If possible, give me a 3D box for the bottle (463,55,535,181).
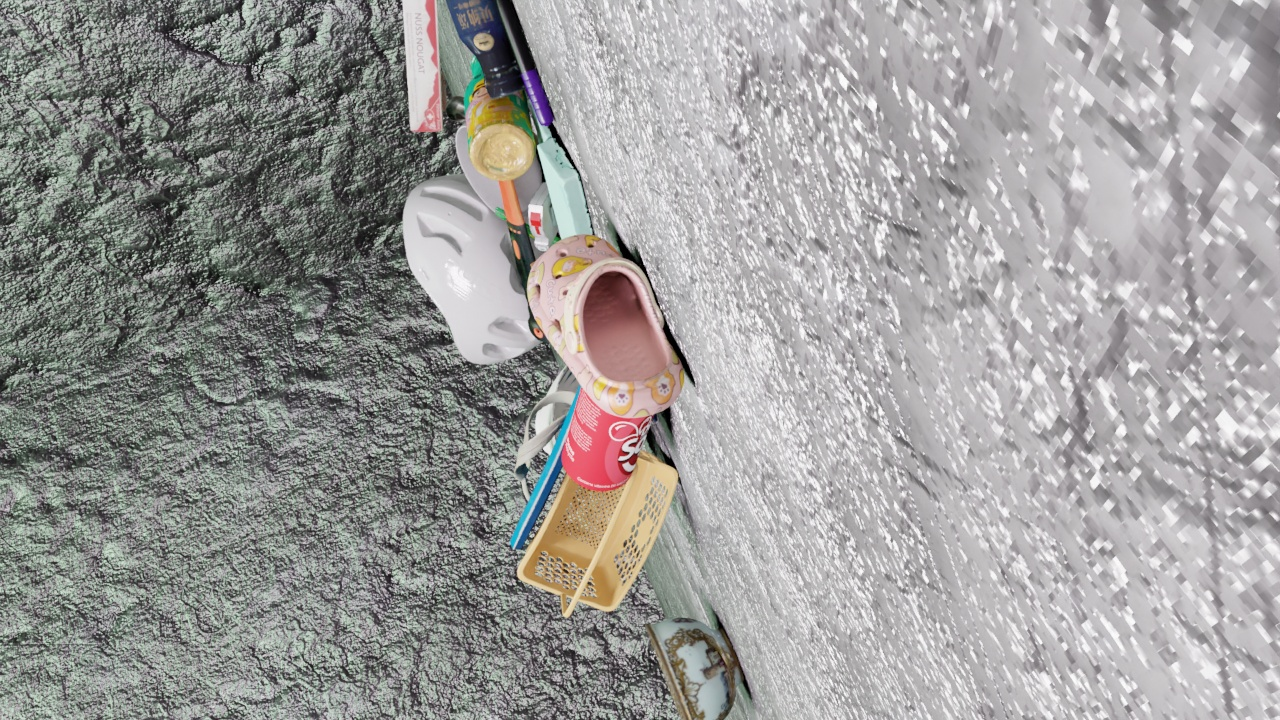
[{"bbox_3d":[-0.155,-0.275,0.986,0.209,0.068,0.068,-105,0,-46],"label":"bottle"}]

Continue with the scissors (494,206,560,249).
[{"bbox_3d":[-0.136,-0.163,1.192,0.130,0.014,0.070,30,168,11],"label":"scissors"}]

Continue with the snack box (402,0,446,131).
[{"bbox_3d":[-0.248,-0.404,1.041,0.076,0.044,0.273,-112,22,-59],"label":"snack box"}]

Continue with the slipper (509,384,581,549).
[{"bbox_3d":[-0.102,0.086,1.026,0.118,0.060,0.295,-80,14,-73],"label":"slipper"}]

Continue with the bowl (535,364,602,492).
[{"bbox_3d":[-0.086,0.083,1.184,0.177,0.071,0.177,19,-113,-56],"label":"bowl"}]

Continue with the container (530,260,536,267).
[{"bbox_3d":[-0.092,-0.087,1.145,0.114,0.061,0.063,75,170,-47],"label":"container"}]

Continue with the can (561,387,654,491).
[{"bbox_3d":[-0.029,0.062,0.896,0.143,0.074,0.074,109,146,-42],"label":"can"}]

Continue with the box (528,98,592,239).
[{"bbox_3d":[-0.080,-0.166,0.969,0.136,0.033,0.187,57,167,34],"label":"box"}]

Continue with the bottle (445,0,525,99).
[{"bbox_3d":[-0.154,-0.335,0.882,0.056,0.056,0.161,-126,16,-65],"label":"bottle"}]

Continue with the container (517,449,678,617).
[{"bbox_3d":[-0.045,0.182,1.030,0.129,0.183,0.167,24,-174,-10],"label":"container"}]

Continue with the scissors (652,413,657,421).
[{"bbox_3d":[-0.003,0.007,0.968,0.104,0.015,0.134,-116,11,-58],"label":"scissors"}]

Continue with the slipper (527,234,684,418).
[{"bbox_3d":[-0.031,-0.042,0.723,0.082,0.093,0.197,92,157,-47],"label":"slipper"}]

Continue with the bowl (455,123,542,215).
[{"bbox_3d":[-0.176,-0.258,1.195,0.132,0.064,0.132,41,153,26],"label":"bowl"}]

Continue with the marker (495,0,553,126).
[{"bbox_3d":[-0.111,-0.287,0.868,0.018,0.015,0.134,-103,-7,-76],"label":"marker"}]

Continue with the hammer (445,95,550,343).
[{"bbox_3d":[-0.152,-0.162,1.152,0.133,0.033,0.334,21,136,35],"label":"hammer"}]

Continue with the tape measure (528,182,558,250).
[{"bbox_3d":[-0.109,-0.171,1.071,0.062,0.020,0.060,80,-155,-51],"label":"tape measure"}]

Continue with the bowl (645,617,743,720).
[{"bbox_3d":[0.078,0.402,1.198,0.160,0.094,0.160,158,91,-83],"label":"bowl"}]

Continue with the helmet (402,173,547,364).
[{"bbox_3d":[-0.218,-0.145,1.320,0.282,0.184,0.223,54,-152,0],"label":"helmet"}]
